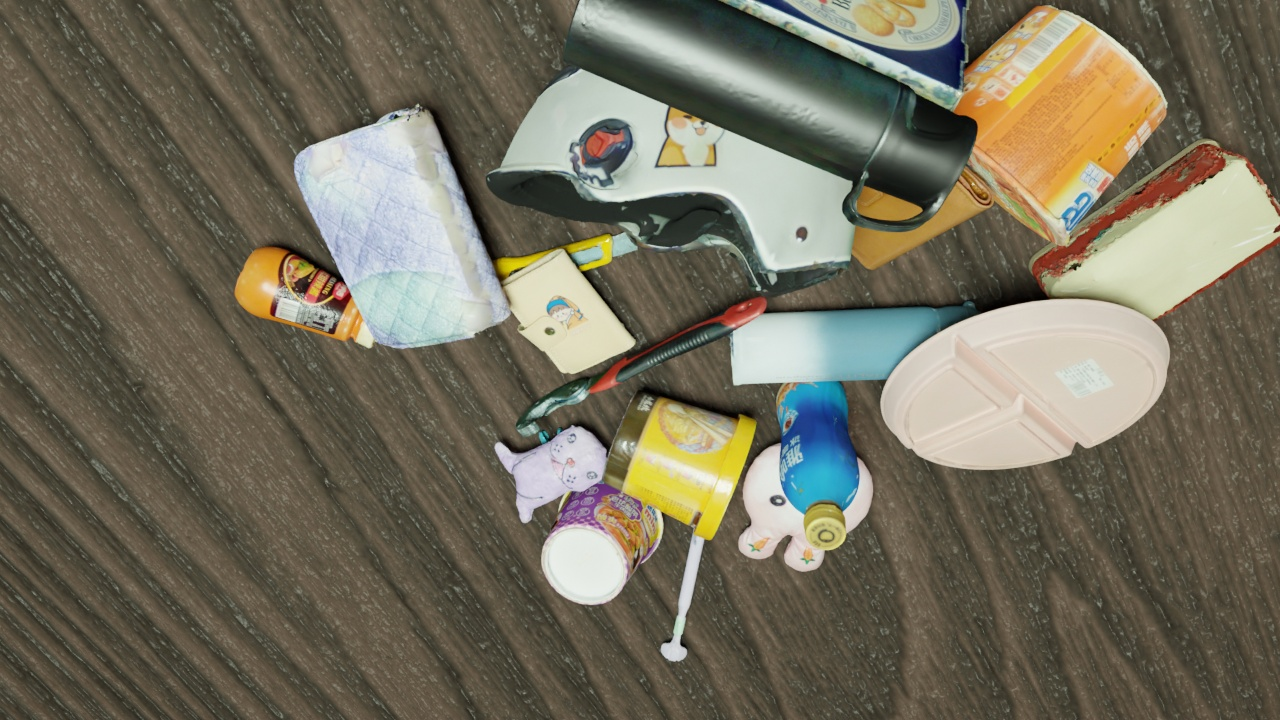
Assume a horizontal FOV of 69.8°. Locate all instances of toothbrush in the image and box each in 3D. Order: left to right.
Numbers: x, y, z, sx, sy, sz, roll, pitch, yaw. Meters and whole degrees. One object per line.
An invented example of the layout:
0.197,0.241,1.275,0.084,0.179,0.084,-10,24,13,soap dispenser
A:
0.050,0.240,0.967,0.029,0.021,0.189,11,115,4,toothbrush

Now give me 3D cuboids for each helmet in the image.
0.037,-0.155,0.681,0.274,0.230,0.157,20,91,11,helmet

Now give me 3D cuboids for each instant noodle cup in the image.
-0.043,0.177,0.895,0.112,0.099,0.112,4,107,14,instant noodle cup
0.033,0.090,0.846,0.114,0.118,0.119,21,117,5,instant noodle cup
0.292,-0.174,0.668,0.151,0.151,0.111,38,106,-11,instant noodle cup

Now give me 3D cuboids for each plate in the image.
0.319,0.031,0.767,0.229,0.028,0.230,0,143,0,plate

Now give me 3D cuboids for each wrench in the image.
-0.005,0.005,0.825,0.274,0.056,0.016,-27,112,26,wrench

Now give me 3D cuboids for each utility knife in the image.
-0.082,-0.088,0.825,0.181,0.015,0.033,-14,116,14,utility knife

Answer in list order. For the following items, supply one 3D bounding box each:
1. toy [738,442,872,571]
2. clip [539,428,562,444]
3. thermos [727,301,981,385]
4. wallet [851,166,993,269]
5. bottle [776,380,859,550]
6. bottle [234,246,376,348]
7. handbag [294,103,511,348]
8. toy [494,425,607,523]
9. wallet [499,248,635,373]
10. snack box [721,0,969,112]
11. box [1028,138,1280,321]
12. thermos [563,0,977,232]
0.155,0.146,0.891,0.121,0.054,0.160,13,125,2,toy
-0.083,0.093,0.915,0.047,0.014,0.057,-14,112,11,clip
0.188,-0.012,0.799,0.220,0.070,0.070,-1,115,9,thermos
0.193,-0.131,0.723,0.108,0.031,0.132,40,151,-12,wallet
0.147,0.080,0.764,0.065,0.218,0.065,3,115,6,bottle
-0.292,-0.051,0.849,0.149,0.066,0.067,24,116,-13,bottle
-0.201,-0.111,0.790,0.134,0.075,0.194,-6,115,32,handbag
-0.083,0.101,0.890,0.108,0.039,0.084,-23,91,16,toy
-0.072,-0.039,0.836,0.087,0.024,0.115,-24,123,25,wallet
0.133,-0.247,0.629,0.182,0.177,0.046,22,139,-4,snack box
0.408,-0.088,0.728,0.169,0.075,0.091,-39,106,22,box
0.074,-0.154,0.547,0.242,0.068,0.089,23,74,-2,thermos
